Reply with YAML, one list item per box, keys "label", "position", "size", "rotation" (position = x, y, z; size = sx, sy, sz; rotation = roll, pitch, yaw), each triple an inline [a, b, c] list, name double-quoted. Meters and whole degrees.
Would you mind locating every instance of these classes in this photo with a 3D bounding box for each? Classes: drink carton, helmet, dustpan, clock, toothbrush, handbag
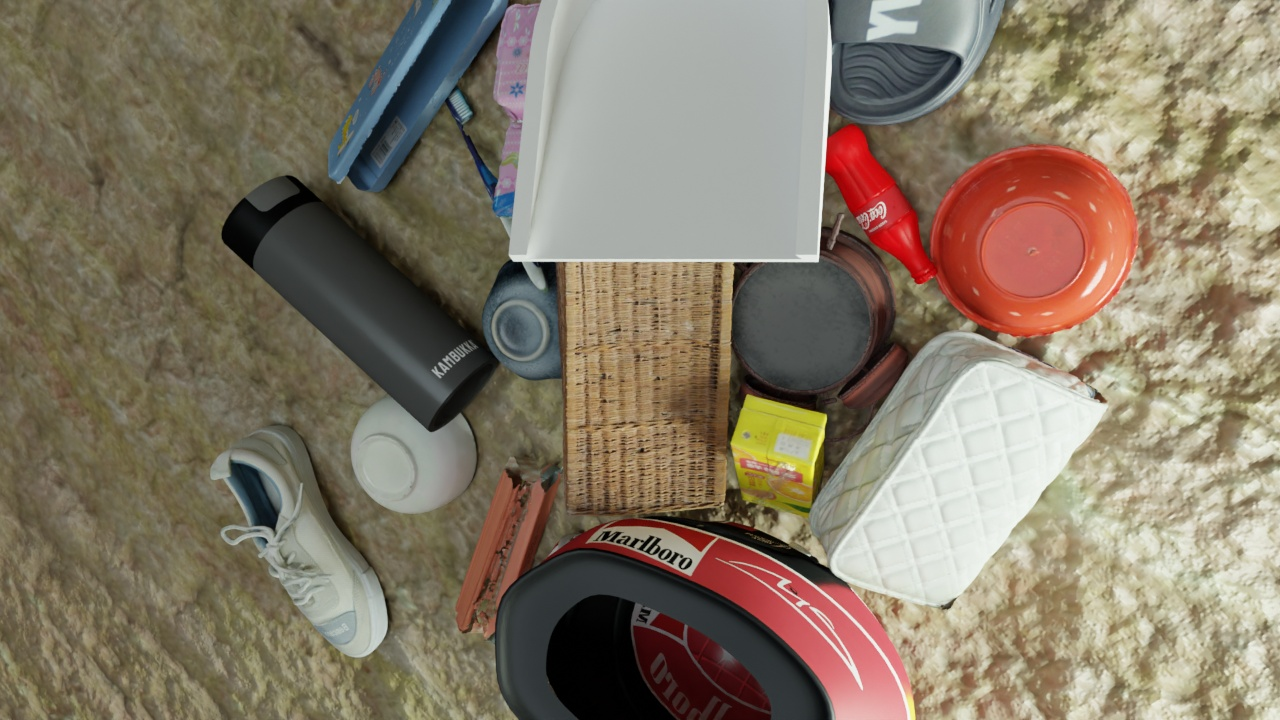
- label: "drink carton"
  position: [0.100, 0.072, 0.656]
  size: [0.058, 0.135, 0.042]
  rotation: [14, 69, 16]
- label: "helmet"
  position: [0.058, 0.217, 0.650]
  size: [0.271, 0.224, 0.198]
  rotation: [30, 98, 18]
- label: "dustpan"
  position: [0.021, -0.190, 0.578]
  size: [0.192, 0.053, 0.257]
  rotation: [2, 70, 16]
- label: "clock"
  position: [0.123, -0.019, 0.654]
  size: [0.121, 0.072, 0.158]
  rotation: [-13, 99, 23]
- label: "toothbrush"
  position: [-0.111, -0.135, 0.717]
  size: [0.017, 0.016, 0.189]
  rotation: [-29, 78, 14]
- label: "handbag"
  position: [0.213, 0.076, 0.635]
  size: [0.138, 0.072, 0.195]
  rotation: [21, 114, -21]

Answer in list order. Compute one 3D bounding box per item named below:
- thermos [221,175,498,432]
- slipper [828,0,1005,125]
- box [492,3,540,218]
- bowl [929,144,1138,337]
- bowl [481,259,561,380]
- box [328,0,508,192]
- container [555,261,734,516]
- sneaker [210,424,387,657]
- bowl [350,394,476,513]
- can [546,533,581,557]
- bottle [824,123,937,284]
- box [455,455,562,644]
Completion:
- label: "thermos"
  position: [-0.236, -0.050, 0.771]
  size: [0.240, 0.082, 0.082]
  rotation: [41, 114, 5]
- label: "slipper"
  position: [0.181, -0.277, 0.559]
  size: [0.111, 0.083, 0.268]
  rotation: [16, 108, 13]
- label: "box"
  position: [0.000, -0.175, 0.647]
  size: [0.231, 0.035, 0.159]
  rotation: [5, 83, 19]
- label: "bowl"
  position: [0.258, -0.075, 0.604]
  size: [0.131, 0.045, 0.130]
  rotation: [5, 106, 19]
- label: "bowl"
  position: [-0.086, -0.029, 0.738]
  size: [0.110, 0.055, 0.110]
  rotation: [5, 106, 18]
- label: "box"
  position: [-0.190, -0.227, 0.715]
  size: [0.210, 0.058, 0.068]
  rotation: [-46, 68, 24]
- label: "container"
  position: [-0.004, 0.004, 0.665]
  size: [0.113, 0.112, 0.199]
  rotation: [-2, 105, -10]
- label: "sneaker"
  position: [-0.327, 0.183, 0.864]
  size: [0.090, 0.090, 0.242]
  rotation: [-21, 97, 23]
- label: "bowl"
  position: [-0.208, 0.085, 0.809]
  size: [0.113, 0.063, 0.113]
  rotation: [5, 106, 19]
- label: "can"
  position: [-0.066, 0.203, 0.788]
  size: [0.064, 0.064, 0.105]
  rotation: [38, 113, 7]
- label: "bottle"
  position: [0.166, -0.105, 0.634]
  size: [0.036, 0.036, 0.119]
  rotation: [-34, 91, 24]
- label: "box"
  position: [-0.109, 0.170, 0.806]
  size: [0.063, 0.056, 0.188]
  rotation: [12, 115, -22]
